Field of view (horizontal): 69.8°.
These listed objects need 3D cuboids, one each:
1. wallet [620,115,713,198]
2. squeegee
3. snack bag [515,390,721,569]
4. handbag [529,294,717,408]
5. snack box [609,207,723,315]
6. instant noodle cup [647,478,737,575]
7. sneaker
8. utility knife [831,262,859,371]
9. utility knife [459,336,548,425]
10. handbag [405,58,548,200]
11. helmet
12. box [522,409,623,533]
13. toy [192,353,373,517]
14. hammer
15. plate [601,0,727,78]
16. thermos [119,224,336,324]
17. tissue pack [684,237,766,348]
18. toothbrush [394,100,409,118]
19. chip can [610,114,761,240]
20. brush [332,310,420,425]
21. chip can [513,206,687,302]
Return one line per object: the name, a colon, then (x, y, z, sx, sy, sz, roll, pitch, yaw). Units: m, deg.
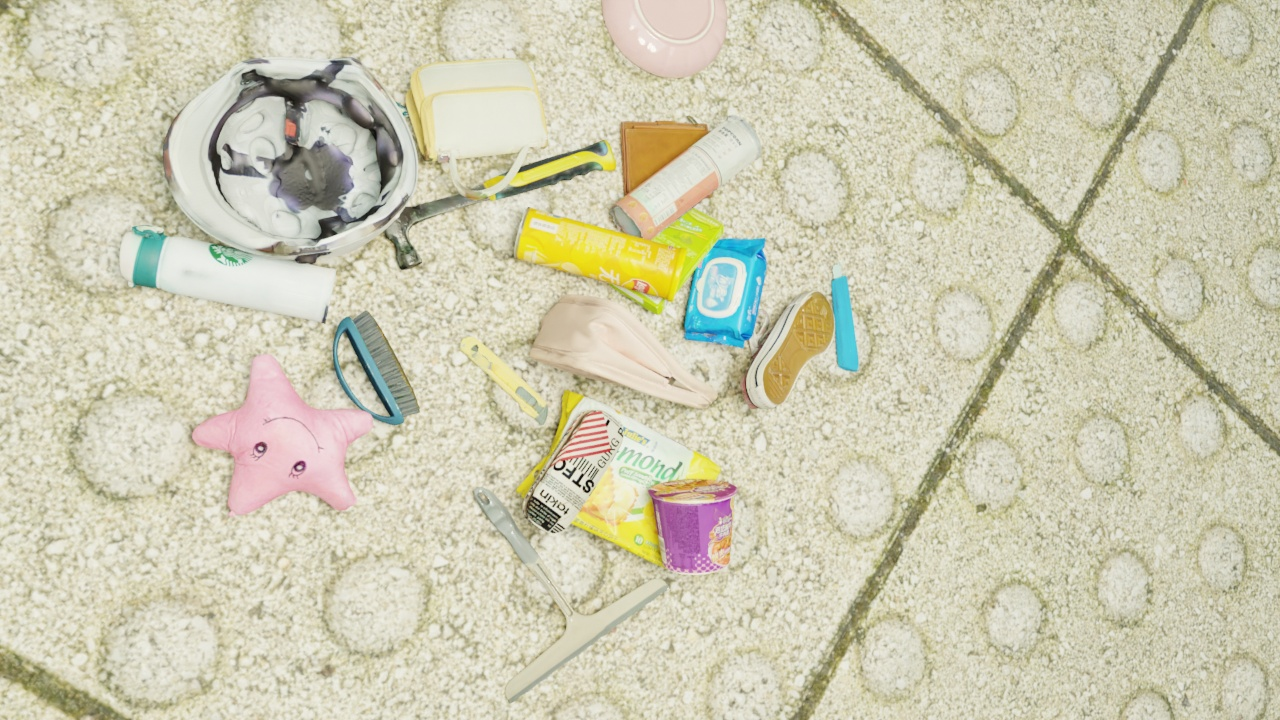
wallet: (0.038, -0.286, 1.273, 0.130, 0.035, 0.119, -3, 89, -21)
squeegee: (-0.135, 0.260, 1.164, 0.246, 0.039, 0.246, -36, 93, -2)
snack bag: (-0.024, 0.160, 1.197, 0.246, 0.068, 0.158, 29, 77, -16)
handbag: (-0.007, 0.007, 1.161, 0.234, 0.193, 0.093, 29, 83, -25)
snack box: (0.036, -0.143, 1.245, 0.086, 0.026, 0.156, 32, 73, 18)
instant noodle cup: (0.068, 0.206, 1.138, 0.111, 0.112, 0.099, -7, 97, -21)
sneaker: (0.193, -0.015, 1.285, 0.240, 0.088, 0.118, -50, 116, -39)
utility knife: (0.302, -0.065, 1.365, 0.034, 0.018, 0.166, -3, 85, -24)
utility knife: (-0.174, 0.025, 1.183, 0.151, 0.018, 0.030, 41, 67, -8)
handbag: (-0.195, -0.289, 1.148, 0.163, 0.063, 0.178, -12, 76, -23)
helmet: (-0.390, -0.216, 1.048, 0.258, 0.146, 0.229, -23, 90, -17)
box: (-0.079, 0.134, 1.113, 0.074, 0.064, 0.164, 30, 78, 4)
toy: (-0.406, 0.108, 1.054, 0.194, 0.075, 0.178, 36, 78, -17)
hammer: (-0.181, -0.228, 1.189, 0.322, 0.032, 0.126, -23, 95, -21)
plate: (0.042, -0.497, 1.289, 0.192, 0.039, 0.192, 2, 85, -21)
thermos: (-0.469, -0.099, 1.050, 0.224, 0.073, 0.073, 12, 82, -19)
tissue pack: (0.117, -0.098, 1.256, 0.052, 0.095, 0.157, 31, 70, -60)
toothbrush: (-0.297, -0.310, 1.161, 0.191, 0.016, 0.018, 30, 86, -15)
chip can: (0.062, -0.241, 1.232, 0.214, 0.071, 0.071, -39, 99, -14)
brush: (-0.325, 0.014, 1.102, 0.073, 0.055, 0.144, -28, 96, -22)
chip can: (-0.051, -0.136, 1.175, 0.213, 0.072, 0.072, 15, 80, 0)
